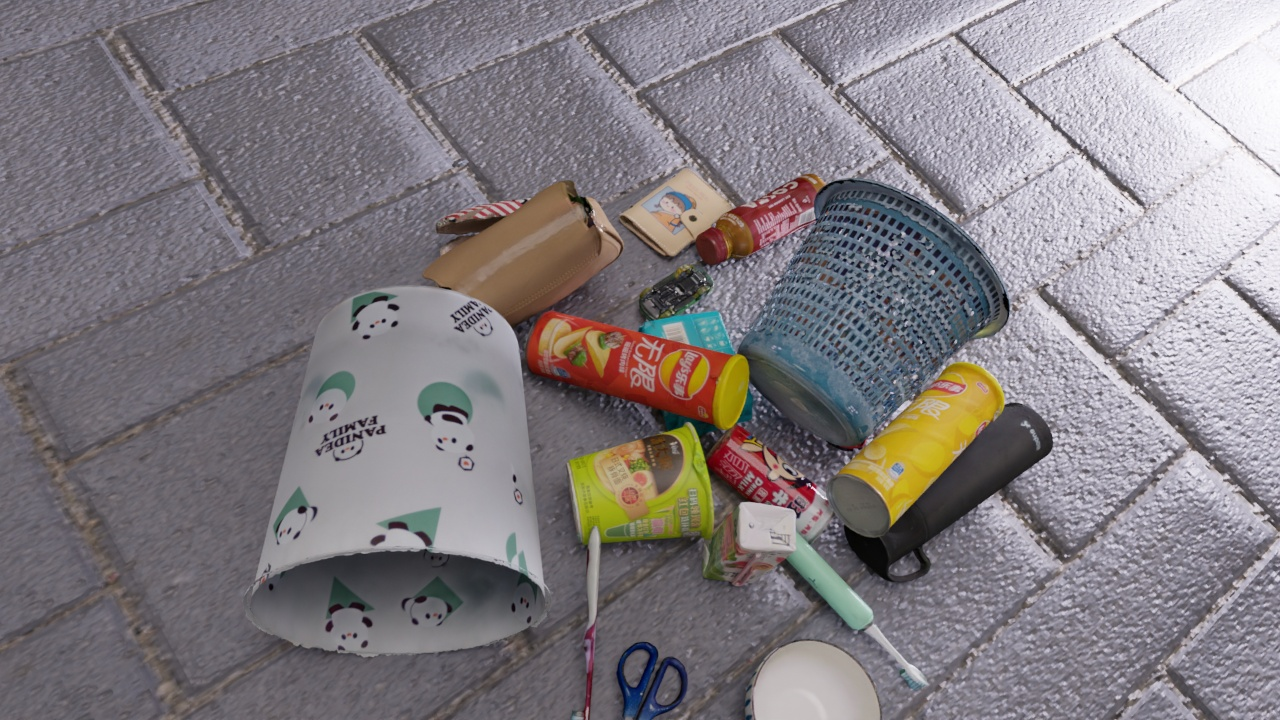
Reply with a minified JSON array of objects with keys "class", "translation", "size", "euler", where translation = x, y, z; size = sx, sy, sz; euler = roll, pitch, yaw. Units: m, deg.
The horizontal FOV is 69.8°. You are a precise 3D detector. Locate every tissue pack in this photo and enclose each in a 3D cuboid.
[{"class":"tissue pack","translation":[0.057,0.014,0.958],"size":[0.093,0.050,0.133],"euler":[-11,64,-19]}]

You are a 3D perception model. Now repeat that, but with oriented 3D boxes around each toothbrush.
[{"class":"toothbrush","translation":[-0.047,0.238,0.797],"size":[0.017,0.016,0.187],"euler":[3,82,2]},{"class":"toothbrush","translation":[0.188,0.222,0.866],"size":[0.224,0.027,0.026],"euler":[46,40,6]}]

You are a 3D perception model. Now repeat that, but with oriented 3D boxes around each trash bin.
[{"class":"trash bin","translation":[-0.194,0.090,0.772],"size":[0.229,0.230,0.251],"euler":[1,55,-11]},{"class":"trash bin","translation":[0.209,-0.032,0.906],"size":[0.226,0.227,0.195],"euler":[39,79,11]}]

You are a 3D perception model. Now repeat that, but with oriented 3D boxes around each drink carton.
[{"class":"drink carton","translation":[0.097,0.171,0.836],"size":[0.053,0.123,0.045],"euler":[8,61,-9]}]

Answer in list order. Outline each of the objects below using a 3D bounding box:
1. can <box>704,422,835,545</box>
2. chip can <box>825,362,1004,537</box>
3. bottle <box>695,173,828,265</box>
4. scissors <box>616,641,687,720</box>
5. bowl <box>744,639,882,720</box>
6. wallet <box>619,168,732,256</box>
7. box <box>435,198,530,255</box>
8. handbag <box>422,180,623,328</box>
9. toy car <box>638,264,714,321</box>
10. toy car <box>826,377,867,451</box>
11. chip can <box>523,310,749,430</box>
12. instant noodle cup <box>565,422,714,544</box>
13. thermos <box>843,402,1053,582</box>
[{"class":"can","translation":[0.129,0.122,0.909],"size":[0.133,0.053,0.053],"euler":[38,61,11]},{"class":"chip can","translation":[0.270,0.082,0.893],"size":[0.212,0.072,0.072],"euler":[-34,73,-31]},{"class":"bottle","translation":[0.143,-0.162,1.070],"size":[0.174,0.058,0.057],"euler":[-28,70,-24]},{"class":"scissors","translation":[-0.018,0.302,0.767],"size":[0.108,0.012,0.174],"euler":[44,40,23]},{"class":"bowl","translation":[0.143,0.309,0.800],"size":[0.116,0.066,0.116],"euler":[5,59,-9]},{"class":"wallet","translation":[0.045,-0.171,1.077],"size":[0.087,0.024,0.115],"euler":[41,60,18]},{"class":"box","translation":[-0.135,-0.126,0.993],"size":[0.162,0.076,0.088],"euler":[-13,92,-19]},{"class":"handbag","translation":[-0.120,-0.096,0.908],"size":[0.204,0.148,0.100],"euler":[-34,84,-7]},{"class":"toy car","translation":[0.038,-0.070,1.009],"size":[0.091,0.036,0.043],"euler":[-32,73,-27]},{"class":"toy car","translation":[0.222,0.047,0.986],"size":[0.049,0.031,0.106],"euler":[11,61,-4]},{"class":"chip can","translation":[-0.005,0.005,0.894],"size":[0.217,0.073,0.073],"euler":[16,56,24]},{"class":"instant noodle cup","translation":[-0.004,0.123,0.857],"size":[0.123,0.112,0.111],"euler":[-9,63,-8]},{"class":"thermos","translation":[0.321,0.137,0.941],"size":[0.242,0.068,0.090],"euler":[-29,97,-22]}]
